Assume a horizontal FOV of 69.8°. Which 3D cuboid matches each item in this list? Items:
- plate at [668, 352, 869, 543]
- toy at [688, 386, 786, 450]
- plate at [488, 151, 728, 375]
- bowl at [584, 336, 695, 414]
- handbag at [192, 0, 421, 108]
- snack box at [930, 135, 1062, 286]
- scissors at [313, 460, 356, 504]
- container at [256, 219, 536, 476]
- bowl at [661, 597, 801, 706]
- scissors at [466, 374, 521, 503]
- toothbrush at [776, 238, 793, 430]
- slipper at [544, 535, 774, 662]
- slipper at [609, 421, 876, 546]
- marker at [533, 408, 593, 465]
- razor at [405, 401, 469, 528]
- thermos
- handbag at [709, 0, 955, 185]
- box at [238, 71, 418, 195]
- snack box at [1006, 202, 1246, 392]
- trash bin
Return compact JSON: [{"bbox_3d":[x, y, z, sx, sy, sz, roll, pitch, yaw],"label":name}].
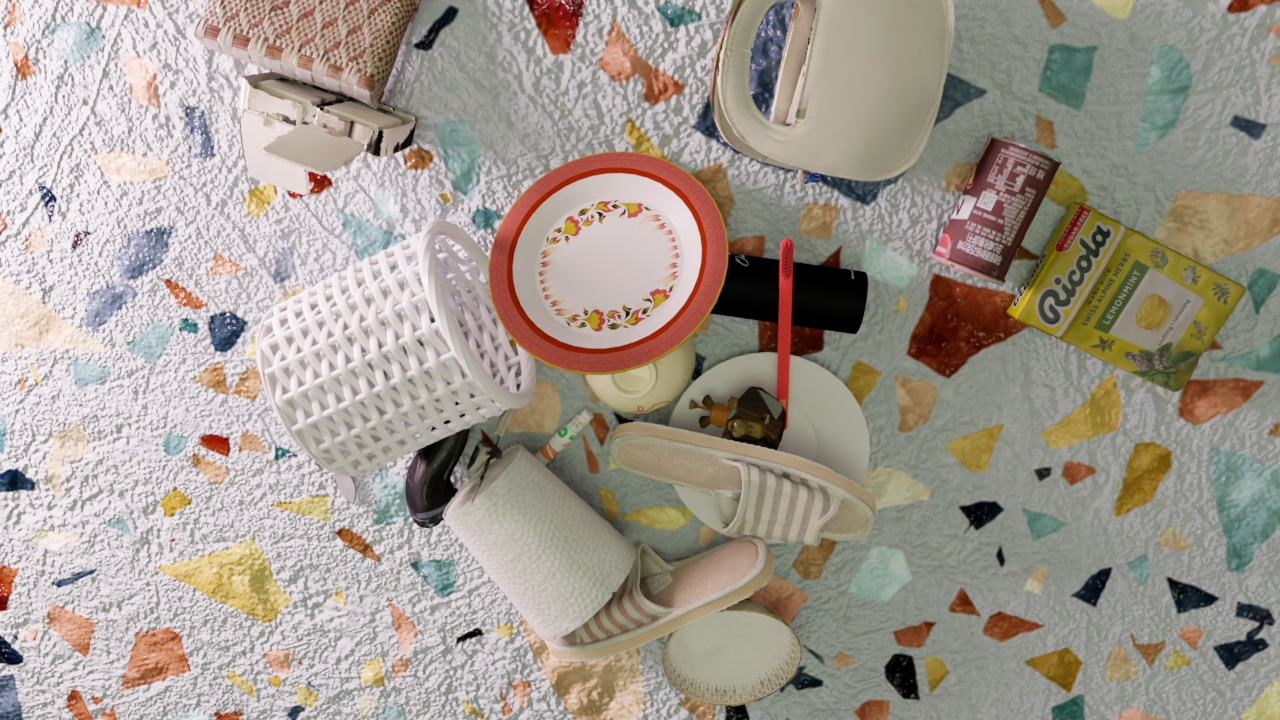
[{"bbox_3d":[0.130,0.091,0.952,0.209,0.015,0.209,1,105,5],"label":"plate"},{"bbox_3d":[0.094,0.057,0.909,0.100,0.062,0.076,14,110,21],"label":"toy"},{"bbox_3d":[-0.031,-0.093,0.866,0.230,0.021,0.229,-4,70,10],"label":"plate"},{"bbox_3d":[-0.005,0.005,0.912,0.118,0.074,0.118,1,105,5],"label":"bowl"},{"bbox_3d":[-0.308,-0.323,0.859,0.186,0.047,0.124,19,85,1],"label":"handbag"},{"bbox_3d":[0.327,-0.137,0.846,0.072,0.072,0.121,21,105,0],"label":"snack box"},{"bbox_3d":[-0.345,0.088,0.996,0.139,0.019,0.136,25,108,-3],"label":"scissors"},{"bbox_3d":[-0.225,-0.009,0.871,0.187,0.189,0.189,-24,101,12],"label":"container"},{"bbox_3d":[0.094,0.294,0.975,0.145,0.063,0.145,-1,121,-2],"label":"bowl"},{"bbox_3d":[-0.148,0.081,0.920,0.012,0.170,0.158,29,148,-13],"label":"scissors"},{"bbox_3d":[0.136,-0.016,0.870,0.012,0.017,0.213,1,123,8],"label":"toothbrush"},{"bbox_3d":[0.010,0.236,0.954,0.263,0.114,0.052,-23,112,16],"label":"slipper"},{"bbox_3d":[0.097,0.126,0.908,0.273,0.053,0.115,19,140,4],"label":"slipper"},{"bbox_3d":[-0.104,0.104,0.977,0.017,0.017,0.146,44,104,-7],"label":"marker"},{"bbox_3d":[-0.208,0.110,0.974,0.063,0.053,0.140,17,103,-34],"label":"razor"},{"bbox_3d":[0.098,-0.072,0.889,0.231,0.061,0.061,8,105,3],"label":"thermos"},{"bbox_3d":[0.158,-0.255,0.810,0.199,0.093,0.201,7,106,-14],"label":"handbag"},{"bbox_3d":[-0.308,-0.189,0.840,0.143,0.183,0.099,20,113,2],"label":"box"},{"bbox_3d":[0.460,-0.055,0.867,0.181,0.045,0.121,26,106,-2],"label":"snack box"},{"bbox_3d":[-0.107,0.178,0.932,0.133,0.133,0.161,-38,102,13],"label":"trash bin"}]
